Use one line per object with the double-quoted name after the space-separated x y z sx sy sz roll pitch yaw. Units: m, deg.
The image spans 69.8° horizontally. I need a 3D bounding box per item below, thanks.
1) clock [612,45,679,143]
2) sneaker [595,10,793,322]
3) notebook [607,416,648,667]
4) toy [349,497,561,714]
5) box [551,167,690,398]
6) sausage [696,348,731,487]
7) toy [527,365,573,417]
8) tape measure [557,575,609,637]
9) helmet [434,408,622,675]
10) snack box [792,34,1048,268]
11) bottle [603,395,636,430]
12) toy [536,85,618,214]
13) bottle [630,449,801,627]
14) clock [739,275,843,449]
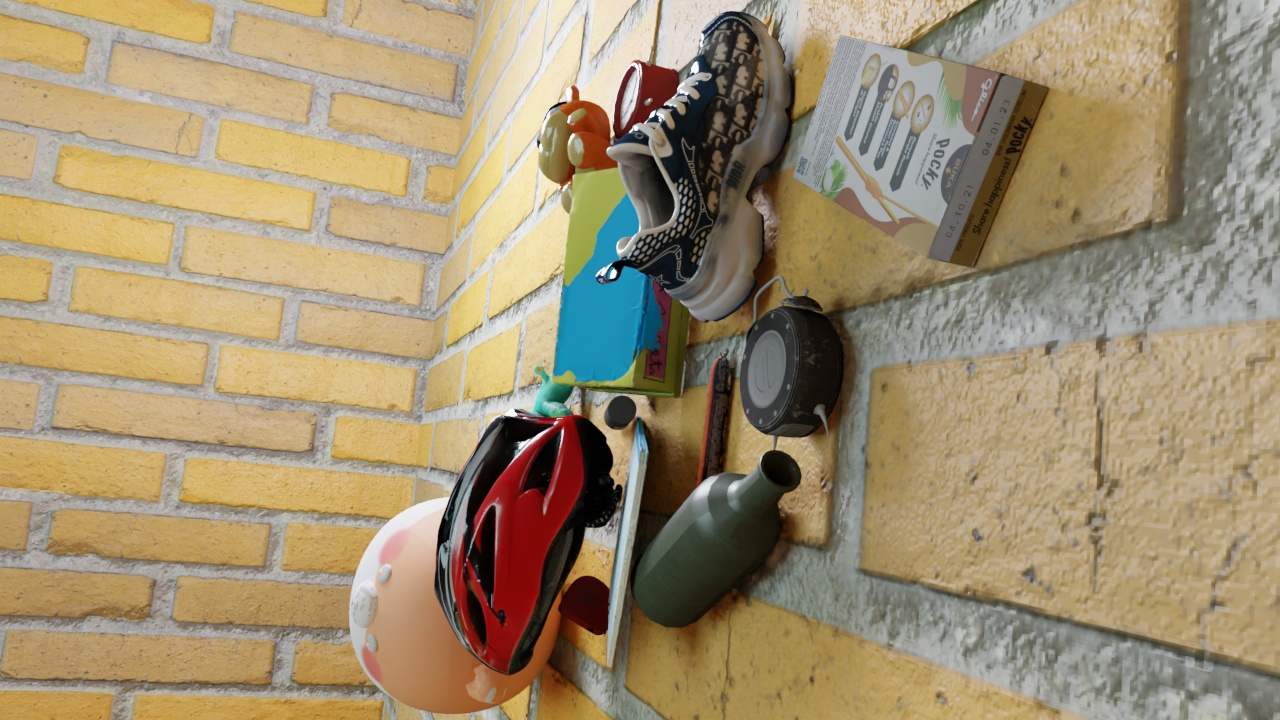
0.000 -0.290 1.060 0.138 0.048 0.096 142 133 -62 "clock"
0.036 -0.174 0.757 0.103 0.132 0.269 -7 71 61 "sneaker"
-0.013 0.154 0.863 0.253 0.009 0.181 -105 24 -86 "notebook"
-0.225 0.305 1.135 0.281 0.265 0.262 2 82 57 "toy"
-0.014 -0.076 0.911 0.125 0.079 0.221 0 84 42 "box"
0.062 0.066 0.783 0.020 0.020 0.155 175 102 -70 "sausage"
-0.128 0.064 1.203 0.193 0.072 0.131 -61 13 -1 "toy"
-0.054 0.262 0.988 0.051 0.059 0.019 -58 1 -39 "tape measure"
-0.118 0.181 0.929 0.217 0.167 0.272 -24 -49 -82 "helmet"
0.161 -0.137 0.570 0.186 0.031 0.101 -121 43 -61 "snack box"
-0.024 0.059 0.995 0.113 0.030 0.030 121 155 -79 "bottle"
-0.072 -0.246 1.063 0.175 0.096 0.112 -93 12 -54 "toy"
0.058 0.132 0.690 0.207 0.071 0.071 121 150 -48 "bottle"
0.107 0.004 0.644 0.091 0.043 0.122 138 137 -61 "clock"
